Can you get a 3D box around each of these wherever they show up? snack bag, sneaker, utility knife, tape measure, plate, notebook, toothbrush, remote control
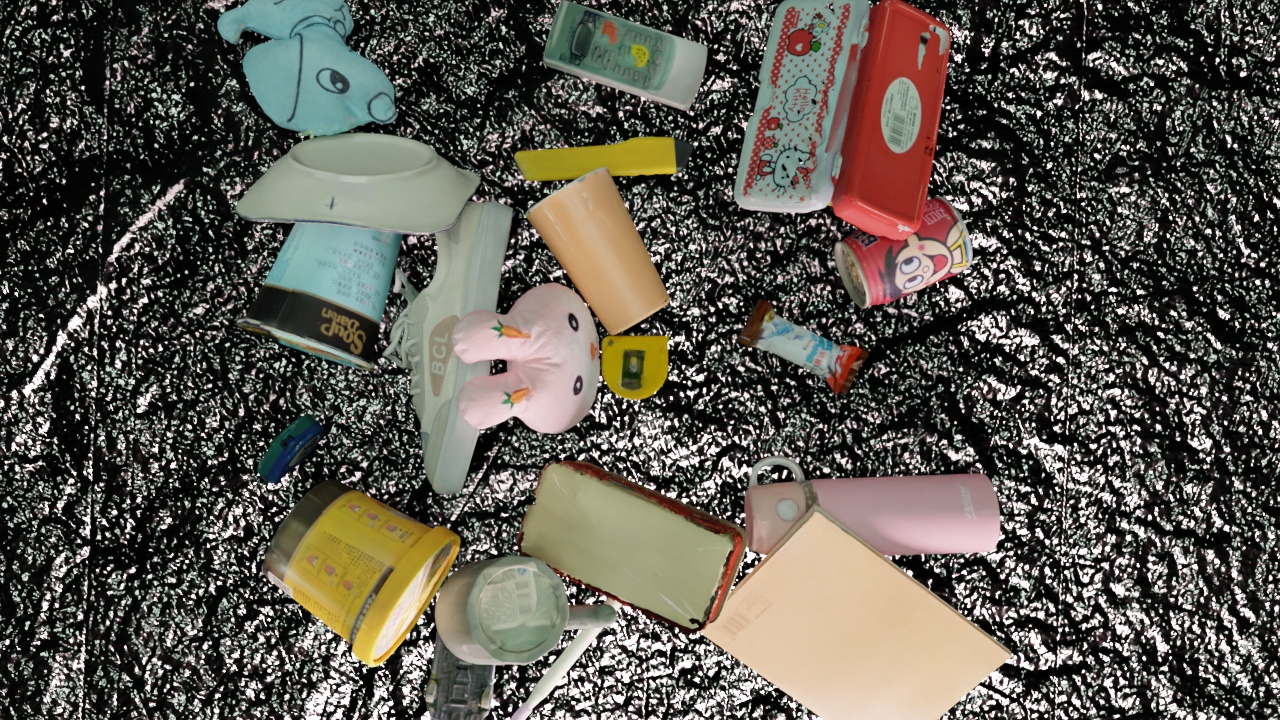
[{"bbox_3d":[0.138,-0.011,0.780,0.104,0.026,0.048,30,78,-1],"label":"snack bag"},{"bbox_3d":[-0.164,-0.014,0.743,0.090,0.089,0.242,8,88,-9],"label":"sneaker"},{"bbox_3d":[-0.031,-0.172,0.783,0.154,0.015,0.033,-3,84,0],"label":"utility knife"},{"bbox_3d":[-0.289,0.070,0.760,0.025,0.054,0.058,41,122,-3],"label":"tape measure"},{"bbox_3d":[-0.213,-0.144,0.711,0.164,0.163,0.034,6,119,-1],"label":"plate"},{"bbox_3d":[0.173,0.229,0.751,0.211,0.012,0.150,37,109,-9],"label":"notebook"},{"bbox_3d":[-0.005,0.005,0.776,0.060,0.029,0.057,0,91,0],"label":"tape measure"},{"bbox_3d":[-0.075,0.265,0.781,0.189,0.020,0.029,-49,121,-1],"label":"toothbrush"},{"bbox_3d":[-0.012,-0.259,0.781,0.135,0.019,0.056,18,89,-1],"label":"remote control"}]

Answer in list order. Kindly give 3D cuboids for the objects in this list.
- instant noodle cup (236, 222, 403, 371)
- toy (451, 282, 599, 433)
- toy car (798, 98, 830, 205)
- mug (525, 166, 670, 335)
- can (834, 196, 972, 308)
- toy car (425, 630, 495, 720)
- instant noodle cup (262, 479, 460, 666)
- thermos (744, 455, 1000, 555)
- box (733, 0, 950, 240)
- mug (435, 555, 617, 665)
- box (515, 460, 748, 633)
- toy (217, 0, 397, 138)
[{"bbox_3d":[-0.248,-0.065,0.742,0.111,0.111,0.120,18,81,-1],"label":"instant noodle cup"},{"bbox_3d":[-0.084,0.002,0.719,0.054,0.159,0.121,0,99,34],"label":"toy"},{"bbox_3d":[0.165,-0.179,0.777,0.048,0.032,0.105,-11,78,-6],"label":"toy car"},{"bbox_3d":[-0.031,-0.087,0.757,0.078,0.078,0.123,-30,96,-1],"label":"mug"},{"bbox_3d":[0.216,-0.088,0.760,0.094,0.066,0.066,-23,90,-1],"label":"can"},{"bbox_3d":[-0.147,0.244,0.772,0.054,0.037,0.120,6,80,-3],"label":"toy car"},{"bbox_3d":[-0.225,0.163,0.734,0.114,0.118,0.118,30,89,6],"label":"instant noodle cup"},{"bbox_3d":[0.187,0.121,0.765,0.198,0.067,0.087,-1,62,1],"label":"thermos"},{"bbox_3d":[0.166,-0.203,0.739,0.160,0.065,0.200,13,74,3],"label":"box"},{"bbox_3d":[-0.090,0.197,0.722,0.123,0.104,0.083,9,71,-21],"label":"mug"},{"bbox_3d":[-0.008,0.143,0.729,0.168,0.077,0.091,20,90,17],"label":"box"},{"bbox_3d":[-0.271,-0.241,0.747,0.161,0.050,0.156,13,62,-5],"label":"toy"}]
